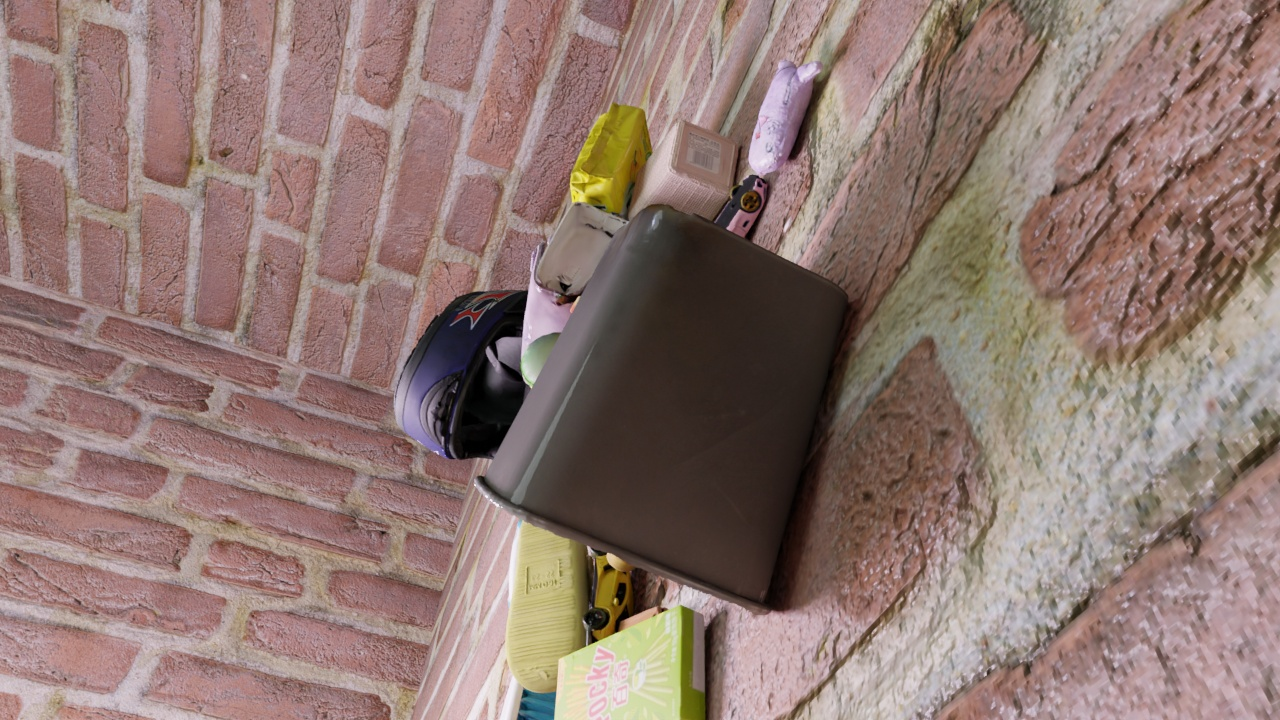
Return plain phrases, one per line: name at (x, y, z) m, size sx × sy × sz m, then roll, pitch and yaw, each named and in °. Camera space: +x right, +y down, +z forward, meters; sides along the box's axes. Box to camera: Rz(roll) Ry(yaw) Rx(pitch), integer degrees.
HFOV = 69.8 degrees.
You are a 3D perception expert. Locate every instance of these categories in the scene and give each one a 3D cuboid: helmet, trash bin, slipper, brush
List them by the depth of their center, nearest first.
trash bin at (0.018, 0.030, 0.641) m, size 0.219 × 0.199 × 0.199 m, roll -68°, pitch 12°, yaw -8°
slipper at (-0.077, 0.234, 0.920) m, size 0.092 × 0.081 × 0.190 m, roll -15°, pitch 61°, yaw 28°
brush at (-0.115, 0.329, 0.975) m, size 0.061 × 0.109 × 0.313 m, roll 132°, pitch 153°, yaw -68°
helmet at (-0.165, 0.033, 1.264) m, size 0.314 × 0.240 × 0.248 m, roll -54°, pitch -19°, yaw -69°

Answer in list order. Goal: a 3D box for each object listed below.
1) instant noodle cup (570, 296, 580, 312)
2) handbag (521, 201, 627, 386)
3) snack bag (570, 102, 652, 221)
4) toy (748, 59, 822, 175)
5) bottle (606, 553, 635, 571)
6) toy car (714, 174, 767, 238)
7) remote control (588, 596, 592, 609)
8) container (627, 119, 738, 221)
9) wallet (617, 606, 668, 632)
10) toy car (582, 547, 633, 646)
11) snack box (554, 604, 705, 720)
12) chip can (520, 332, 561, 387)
instant noodle cup at (-0.005, 0.005, 0.913) m, size 0.137 × 0.138 × 0.110 m, roll -93°, pitch 16°, yaw -59°
handbag at (-0.085, -0.068, 1.087) m, size 0.197 × 0.098 × 0.144 m, roll 106°, pitch -173°, yaw -54°
snack bag at (-0.023, -0.186, 1.158) m, size 0.247 × 0.068 × 0.157 m, roll 75°, pitch -155°, yaw -45°
toy at (0.129, -0.220, 0.833) m, size 0.084 × 0.039 × 0.108 m, roll -132°, pitch 61°, yaw -69°
bottle at (0.021, 0.096, 0.806) m, size 0.065 × 0.065 × 0.219 m, roll -96°, pitch 26°, yaw -62°
toy car at (0.087, -0.124, 0.898) m, size 0.122 × 0.037 × 0.056 m, roll -56°, pitch 18°, yaw 13°
remote control at (-0.040, 0.265, 0.931) m, size 0.136 × 0.024 × 0.053 m, roll -94°, pitch 26°, yaw -57°
container at (0.052, -0.203, 1.045) m, size 0.111 × 0.090 × 0.089 m, roll 133°, pitch 152°, yaw -57°
wallet at (-0.004, 0.274, 0.751) m, size 0.108 × 0.031 × 0.131 m, roll 128°, pitch 155°, yaw -61°
toy car at (-0.028, 0.231, 0.864) m, size 0.155 × 0.041 × 0.071 m, roll -84°, pitch -11°, yaw -54°
snack box at (-0.012, 0.251, 0.697) m, size 0.157 × 0.026 × 0.085 m, roll -36°, pitch 38°, yaw 39°
chip can at (-0.075, 0.054, 1.044) m, size 0.221 × 0.073 × 0.072 m, roll 74°, pitch -158°, yaw -54°
